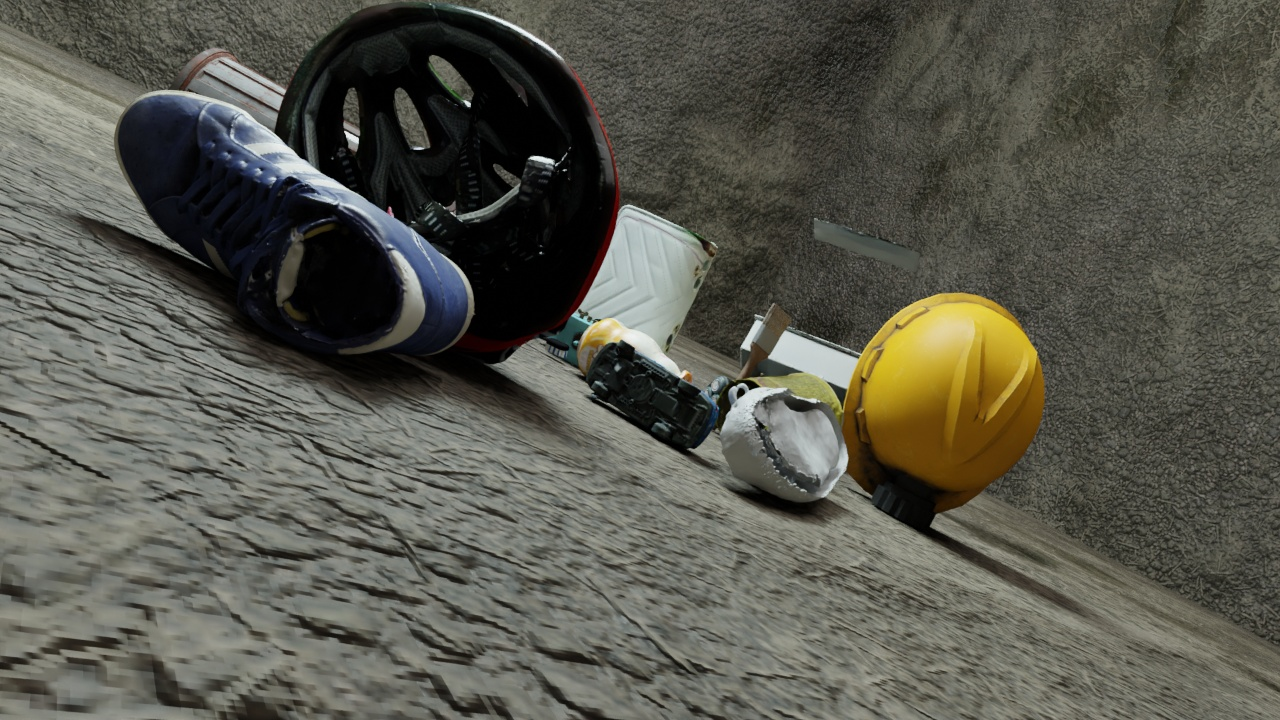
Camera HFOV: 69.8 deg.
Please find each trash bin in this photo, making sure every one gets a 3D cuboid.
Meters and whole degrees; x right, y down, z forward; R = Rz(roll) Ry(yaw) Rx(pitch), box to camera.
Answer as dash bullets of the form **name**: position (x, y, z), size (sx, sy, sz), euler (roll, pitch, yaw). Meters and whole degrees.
- **trash bin**: position (-0.359, -0.206, 0.905), size (0.211, 0.131, 0.131), euler (27, 4, -5)

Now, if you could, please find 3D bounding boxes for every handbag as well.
- **handbag**: position (0.007, -0.093, 1.240), size (0.142, 0.198, 0.096), euler (29, 4, 29)

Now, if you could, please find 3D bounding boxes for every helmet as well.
- **helmet**: position (0.332, 0.053, 0.968), size (0.205, 0.255, 0.131), euler (26, 5, -2)
- **helmet**: position (-0.134, -0.126, 0.646), size (0.272, 0.217, 0.167), euler (62, -12, 14)

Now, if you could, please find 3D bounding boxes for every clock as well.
- **clock**: position (-0.061, -0.026, 0.978), size (0.090, 0.053, 0.124), euler (25, 4, -23)

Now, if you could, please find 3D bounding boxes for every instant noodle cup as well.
- **instant noodle cup**: position (0.136, 0.057, 0.931), size (0.108, 0.102, 0.102), euler (8, 16, -47)

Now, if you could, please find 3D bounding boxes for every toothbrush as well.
- **toothbrush**: position (-0.140, -0.040, 0.937), size (0.168, 0.014, 0.014), euler (25, 15, 26)

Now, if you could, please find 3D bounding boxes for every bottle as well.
- **bottle**: position (-0.005, 0.005, 0.863), size (0.108, 0.063, 0.063), euler (27, 4, 23)

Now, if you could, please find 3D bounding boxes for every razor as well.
- **razor**: position (0.122, 0.054, 1.199), size (0.052, 0.047, 0.142), euler (1, -10, 25)

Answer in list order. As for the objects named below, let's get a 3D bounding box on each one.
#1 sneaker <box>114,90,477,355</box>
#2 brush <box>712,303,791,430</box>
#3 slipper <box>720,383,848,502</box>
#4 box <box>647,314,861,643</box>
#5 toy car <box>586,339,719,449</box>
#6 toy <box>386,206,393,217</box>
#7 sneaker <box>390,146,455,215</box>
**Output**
- **sneaker**: position (-0.205, -0.070, 0.485), size (0.233, 0.091, 0.118), euler (34, 6, -3)
- **brush**: position (0.110, 0.010, 0.949), size (0.008, 0.143, 0.045), euler (30, -2, 32)
- **slipper**: position (0.116, 0.068, 0.760), size (0.112, 0.075, 0.246), euler (59, 16, 14)
- **box**: position (0.154, 0.163, 1.253), size (0.169, 0.403, 0.172), euler (22, -12, 20)
- **toy car**: position (0.009, 0.030, 0.747), size (0.120, 0.056, 0.043), euler (31, 0, 28)
- **toy**: position (-0.245, -0.115, 0.871), size (0.047, 0.063, 0.110), euler (26, -8, 5)
- **sneaker**: position (-0.166, -0.115, 0.959), size (0.124, 0.088, 0.240), euler (39, -11, 29)
